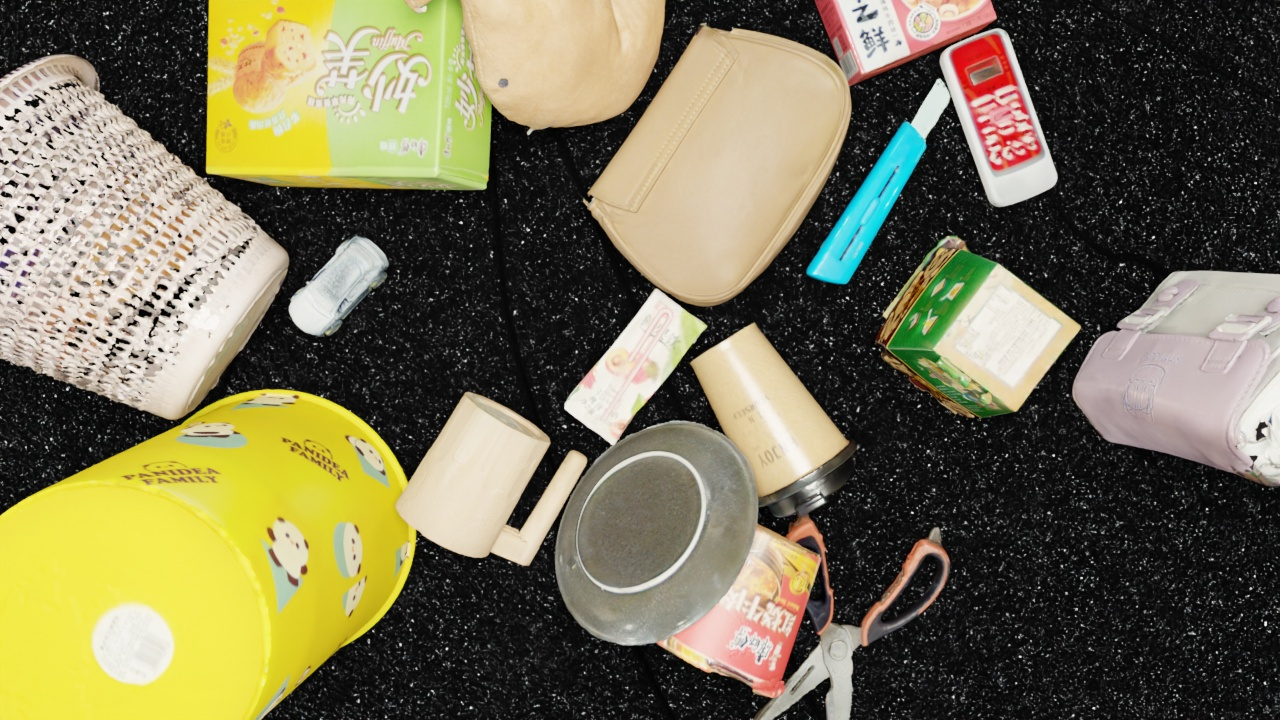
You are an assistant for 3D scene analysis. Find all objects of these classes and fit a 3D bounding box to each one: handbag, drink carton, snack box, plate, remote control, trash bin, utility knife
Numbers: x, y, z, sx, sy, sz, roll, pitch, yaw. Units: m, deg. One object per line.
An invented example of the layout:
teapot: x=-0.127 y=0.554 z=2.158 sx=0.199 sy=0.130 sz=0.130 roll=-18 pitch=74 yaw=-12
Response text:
handbag: x=0.062 y=-0.146 z=0.700 sx=0.148 sy=0.099 sz=0.204 roll=35 pitch=94 yaw=4
drink carton: x=-0.004 y=0.004 z=0.734 sx=0.053 sy=0.045 sz=0.122 roll=38 pitch=93 yaw=-2
handbag: x=0.422 y=0.007 z=0.663 sx=0.098 sy=0.197 sz=0.145 roll=43 pitch=93 yaw=-6
snack box: x=0.195 y=-0.297 z=0.711 sx=0.113 sy=0.044 sz=0.127 roll=-23 pitch=94 yaw=1
plate: x=0.003 y=0.122 z=0.691 sx=0.179 sy=0.179 sz=0.024 roll=-44 pitch=135 yaw=3
snack box: x=-0.214 y=-0.209 z=0.670 sx=0.210 sy=0.070 sz=0.158 roll=5 pitch=95 yaw=21
snack box: x=0.264 y=-0.021 z=0.704 sx=0.118 sy=0.105 sz=0.117 roll=36 pitch=93 yaw=-4
remote control: x=0.286 y=-0.193 z=0.733 sx=0.056 sy=0.020 sz=0.136 roll=-21 pitch=94 yaw=0
trash bin: x=-0.299 y=0.146 z=0.639 sx=0.229 sy=0.255 sz=0.229 roll=0 pitch=94 yaw=-1
trash bin: x=-0.375 y=-0.067 z=0.655 sx=0.192 sy=0.227 sz=0.227 roll=33 pitch=94 yaw=-15
utility knife: x=0.195 y=-0.142 z=0.738 sx=0.034 sy=0.018 sz=0.187 roll=31 pitch=92 yaw=-2

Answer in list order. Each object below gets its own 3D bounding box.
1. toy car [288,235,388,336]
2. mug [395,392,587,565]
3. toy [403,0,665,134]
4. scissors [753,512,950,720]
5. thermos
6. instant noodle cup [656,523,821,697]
toy car: x=-0.243 y=-0.058 z=0.734 sx=0.043 sy=0.034 sz=0.090 roll=45 pitch=94 yaw=-7
mug: x=-0.114 y=0.097 z=0.730 sx=0.124 sy=0.084 sz=0.103 roll=30 pitch=92 yaw=-27
toy: x=-0.064 y=-0.228 z=0.639 sx=0.082 sy=0.225 sz=0.143 roll=20 pitch=119 yaw=33
scissors: x=0.173 y=0.222 z=0.769 sx=0.189 sy=0.015 sz=0.226 roll=-13 pitch=96 yaw=1
thermos: x=0.102 y=0.046 z=0.720 sx=0.093 sy=0.093 sz=0.143 roll=-32 pitch=87 yaw=2
instant noodle cup: x=0.068 y=0.176 z=0.712 sx=0.138 sy=0.138 sz=0.108 roll=26 pitch=85 yaw=-3
